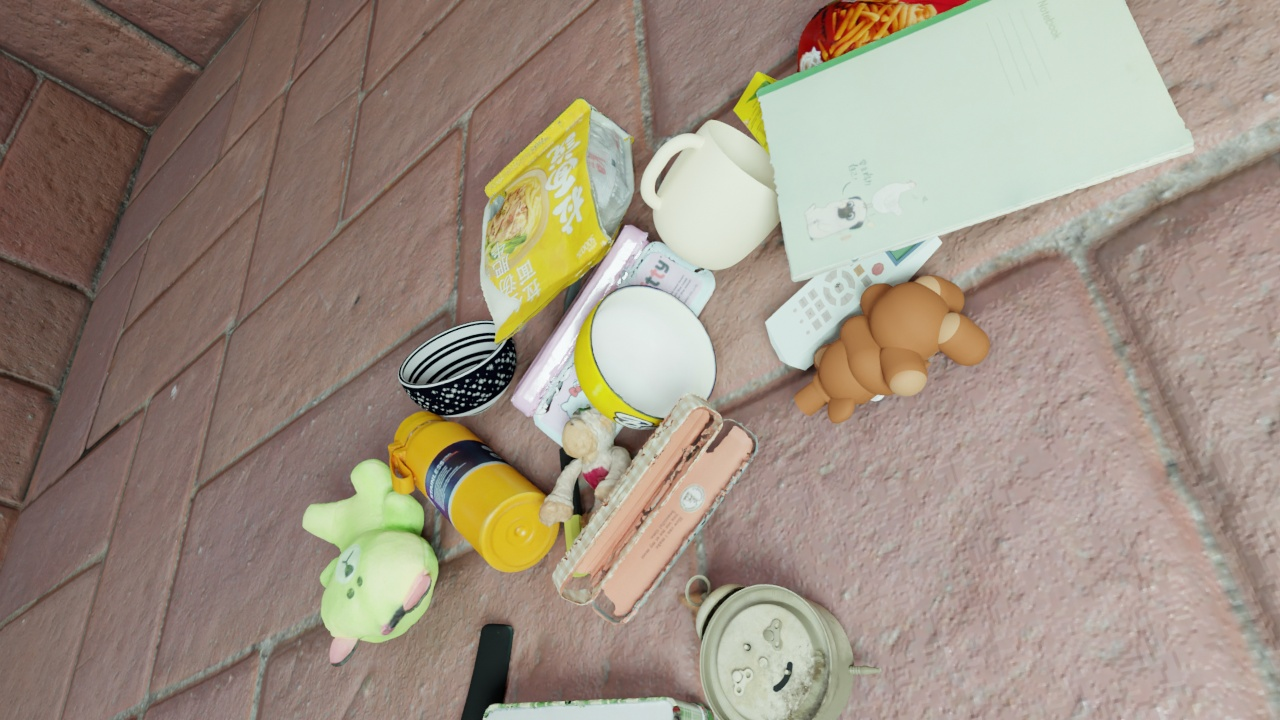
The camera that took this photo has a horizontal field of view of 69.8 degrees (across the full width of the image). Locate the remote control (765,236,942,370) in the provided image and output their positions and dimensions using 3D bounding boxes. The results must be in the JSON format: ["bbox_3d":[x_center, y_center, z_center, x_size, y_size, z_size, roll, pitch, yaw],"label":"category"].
[{"bbox_3d":[0.154,-0.051,0.672,0.144,0.024,0.049,-44,42,22],"label":"remote control"}]

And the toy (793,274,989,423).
[{"bbox_3d":[0.162,-0.001,0.618,0.128,0.065,0.094,-43,34,32],"label":"toy"}]

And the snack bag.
[{"bbox_3d":[0.224,-0.228,0.699,0.208,0.066,0.139,35,89,41],"label":"snack bag"}]

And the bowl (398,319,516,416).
[{"bbox_3d":[-0.179,0.018,0.944,0.120,0.066,0.120,-16,29,9],"label":"bowl"}]

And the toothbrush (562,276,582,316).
[{"bbox_3d":[-0.068,-0.069,0.930,0.013,0.013,0.167,-12,59,52],"label":"toothbrush"}]

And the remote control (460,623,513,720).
[{"bbox_3d":[-0.138,0.299,0.776,0.041,0.020,0.151,-11,59,41],"label":"remote control"}]

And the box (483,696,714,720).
[{"bbox_3d":[-0.039,0.301,0.648,0.206,0.051,0.117,-20,50,37],"label":"box"}]

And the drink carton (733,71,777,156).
[{"bbox_3d":[0.129,-0.178,0.745,0.043,0.058,0.134,-56,38,28],"label":"drink carton"}]

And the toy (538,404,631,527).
[{"bbox_3d":[-0.034,0.081,0.752,0.085,0.074,0.105,-25,60,41],"label":"toy"}]

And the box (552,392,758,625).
[{"bbox_3d":[0.011,0.115,0.690,0.187,0.082,0.041,-55,30,9],"label":"box"}]

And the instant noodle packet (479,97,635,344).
[{"bbox_3d":[-0.086,-0.133,0.903,0.163,0.084,0.221,-34,37,29],"label":"instant noodle packet"}]

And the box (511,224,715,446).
[{"bbox_3d":[-0.039,-0.025,0.826,0.201,0.077,0.146,-57,39,4],"label":"box"}]

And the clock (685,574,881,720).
[{"bbox_3d":[0.078,0.184,0.589,0.141,0.054,0.093,35,96,44],"label":"clock"}]

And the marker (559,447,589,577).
[{"bbox_3d":[-0.057,0.127,0.795,0.021,0.017,0.123,-35,44,27],"label":"marker"}]

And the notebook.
[{"bbox_3d":[0.210,-0.169,0.633,0.253,0.010,0.181,-17,59,22],"label":"notebook"}]

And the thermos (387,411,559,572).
[{"bbox_3d":[-0.171,0.112,0.867,0.233,0.091,0.076,28,99,51],"label":"thermos"}]

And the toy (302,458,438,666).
[{"bbox_3d":[-0.258,0.199,0.906,0.150,0.107,0.196,-41,51,14],"label":"toy"}]

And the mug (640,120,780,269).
[{"bbox_3d":[0.053,-0.133,0.755,0.100,0.120,0.096,-50,34,29],"label":"mug"}]

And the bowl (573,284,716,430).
[{"bbox_3d":[-0.004,0.004,0.744,0.068,0.117,0.117,-37,42,51],"label":"bowl"}]
